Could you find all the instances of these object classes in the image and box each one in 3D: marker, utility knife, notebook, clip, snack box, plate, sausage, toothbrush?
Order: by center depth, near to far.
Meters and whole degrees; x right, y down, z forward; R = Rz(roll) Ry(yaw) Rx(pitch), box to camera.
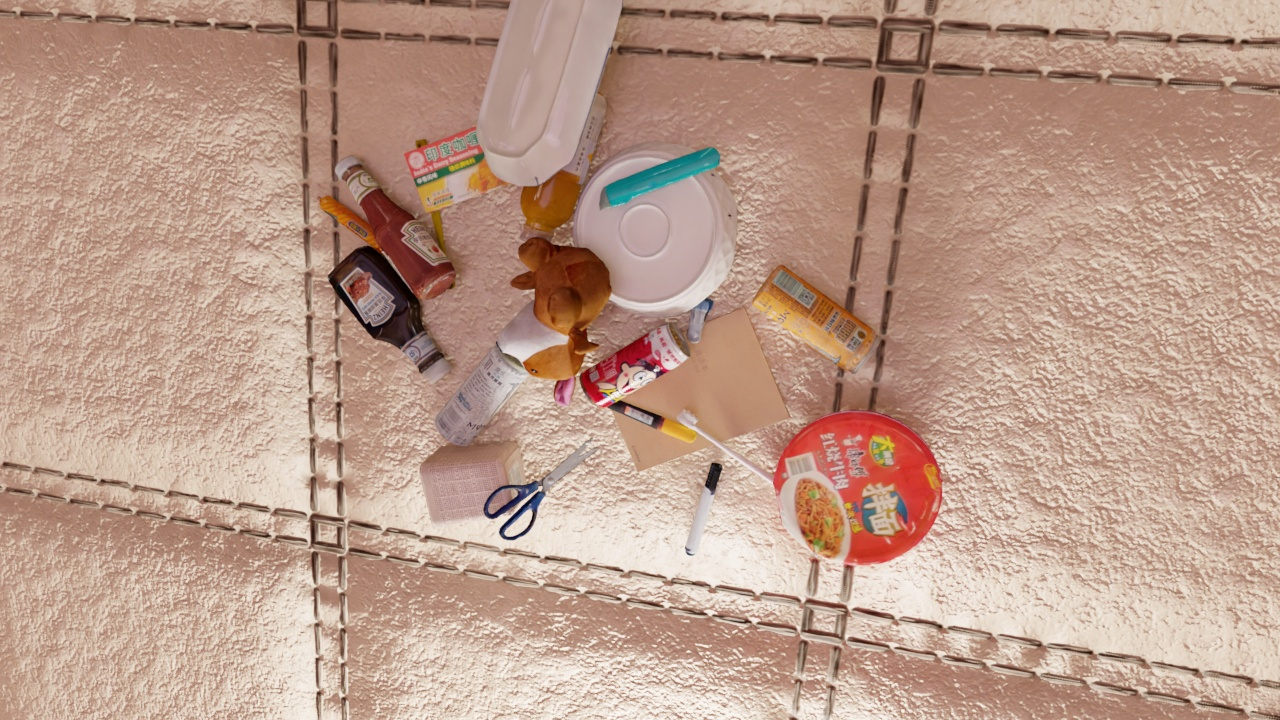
[{"bbox_3d":[-0.114,-0.330,1.027,0.162,0.034,0.266,23,97,34],"label":"plate"},{"bbox_3d":[0.019,-0.205,1.036,0.151,0.012,0.029,-17,95,17],"label":"utility knife"},{"bbox_3d":[0.011,-0.152,1.076,0.205,0.045,0.205,2,98,18],"label":"plate"},{"bbox_3d":[0.068,-0.048,1.110,0.027,0.045,0.058,17,105,11],"label":"clip"},{"bbox_3d":[-0.202,-0.241,1.117,0.156,0.027,0.077,-18,99,10],"label":"snack box"},{"bbox_3d":[0.122,0.115,1.137,0.180,0.016,0.016,35,108,-6],"label":"toothbrush"},{"bbox_3d":[0.061,0.039,1.146,0.212,0.012,0.149,-21,97,17],"label":"notebook"},{"bbox_3d":[0.013,0.073,1.152,0.124,0.015,0.018,21,105,11],"label":"marker"},{"bbox_3d":[-0.261,-0.182,1.159,0.016,0.016,0.190,-5,103,15],"label":"toothbrush"},{"bbox_3d":[0.080,0.192,1.175,0.018,0.022,0.131,16,106,2],"label":"marker"},{"bbox_3d":[-0.350,-0.163,1.182,0.165,0.021,0.021,36,109,2],"label":"sausage"}]

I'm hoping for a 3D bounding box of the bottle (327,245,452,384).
[{"bbox_3d":[-0.319,-0.054,1.193,0.080,0.044,0.195,-37,94,20],"label":"bottle"}]

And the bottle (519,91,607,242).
[{"bbox_3d":[-0.096,-0.225,1.069,0.068,0.068,0.189,20,98,7],"label":"bottle"}]

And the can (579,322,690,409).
[{"bbox_3d":[-0.007,0.007,1.120,0.133,0.053,0.053,-30,96,18],"label":"can"}]

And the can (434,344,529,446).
[{"bbox_3d":[-0.202,0.042,1.182,0.058,0.058,0.147,42,109,0],"label":"can"}]

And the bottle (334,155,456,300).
[{"bbox_3d":[-0.310,-0.169,1.147,0.060,0.059,0.206,-40,82,19],"label":"bottle"}]

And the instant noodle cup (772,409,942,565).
[{"bbox_3d":[0.258,0.144,1.098,0.194,0.065,0.194,3,105,11],"label":"instant noodle cup"}]

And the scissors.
[{"bbox_3d":[-0.118,0.167,1.173,0.173,0.012,0.125,-11,105,-25],"label":"scissors"}]

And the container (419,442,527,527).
[{"bbox_3d":[-0.214,0.159,1.201,0.111,0.089,0.090,-8,102,12],"label":"container"}]

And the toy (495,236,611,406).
[{"bbox_3d":[-0.106,-0.043,1.081,0.130,0.200,0.140,-14,61,-20],"label":"toy"}]

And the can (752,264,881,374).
[{"bbox_3d":[0.203,-0.048,1.064,0.146,0.058,0.058,36,109,2],"label":"can"}]
